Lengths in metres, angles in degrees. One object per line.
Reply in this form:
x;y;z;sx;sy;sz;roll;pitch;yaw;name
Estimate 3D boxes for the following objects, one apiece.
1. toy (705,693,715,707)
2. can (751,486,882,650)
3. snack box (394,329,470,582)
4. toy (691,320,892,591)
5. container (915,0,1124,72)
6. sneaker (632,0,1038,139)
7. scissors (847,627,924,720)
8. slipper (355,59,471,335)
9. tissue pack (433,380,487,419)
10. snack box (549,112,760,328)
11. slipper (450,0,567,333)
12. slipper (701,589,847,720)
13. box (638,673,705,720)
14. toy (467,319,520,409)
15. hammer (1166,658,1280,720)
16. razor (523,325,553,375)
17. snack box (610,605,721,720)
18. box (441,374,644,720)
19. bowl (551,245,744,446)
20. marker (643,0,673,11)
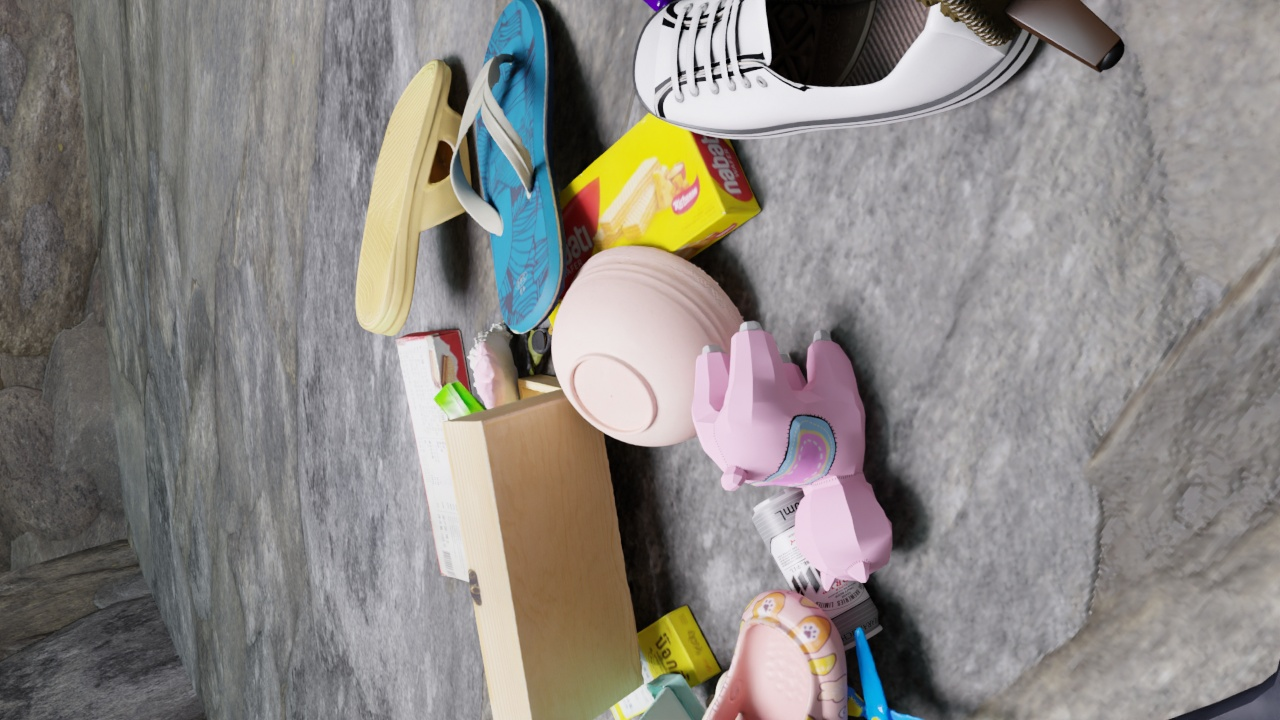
0.102;0.270;0.675;0.102;0.050;0.066;46;159;1;toy
0.116;0.138;0.611;0.044;0.043;0.106;-47;65;47;can
-0.206;0.103;0.996;0.077;0.044;0.273;-1;102;45;snack box
0.096;0.059;0.561;0.067;0.123;0.157;-33;60;50;toy
0.148;-0.270;0.280;0.205;0.176;0.322;49;117;23;container
0.075;-0.174;0.495;0.246;0.097;0.091;13;98;44;sneaker
0.148;0.224;0.565;0.126;0.013;0.127;-13;98;50;scissors
-0.211;-0.151;0.885;0.100;0.078;0.263;13;91;51;slipper
-0.143;0.077;0.871;0.099;0.034;0.114;50;175;28;tissue pack
-0.010;-0.102;0.674;0.201;0.042;0.092;-31;77;44;snack box
-0.110;-0.158;0.712;0.118;0.060;0.294;-40;51;49;slipper
0.079;0.244;0.579;0.093;0.081;0.197;20;113;45;slipper
0.063;0.324;0.676;0.187;0.055;0.138;55;176;7;box
-0.136;0.015;0.844;0.109;0.041;0.096;-90;-10;-83;toy
0.238;0.231;0.502;0.139;0.035;0.314;55;137;21;hammer
-0.066;-0.034;0.795;0.144;0.021;0.044;-38;55;50;razor
0.009;0.267;0.797;0.149;0.025;0.061;-48;64;46;snack box
-0.067;0.145;0.754;0.252;0.119;0.248;-81;-16;-83;box
-0.004;0.004;0.643;0.153;0.075;0.153;18;131;21;bowl
-0.018;-0.290;0.659;0.018;0.015;0.134;-47;62;16;marker
